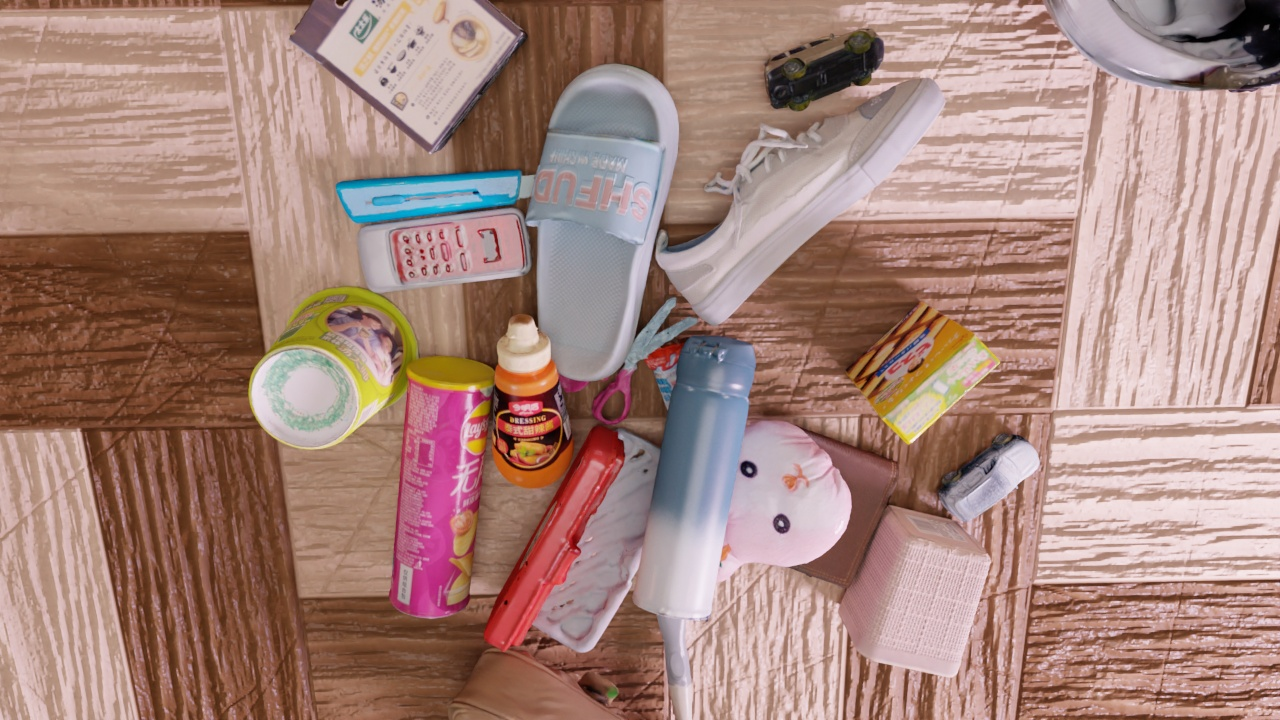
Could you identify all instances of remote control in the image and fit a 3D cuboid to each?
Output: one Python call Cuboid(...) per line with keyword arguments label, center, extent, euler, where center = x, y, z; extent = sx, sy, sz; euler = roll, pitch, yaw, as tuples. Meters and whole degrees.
Cuboid(label="remote control", center=(-0.156, -0.088, 0.733), extent=(0.136, 0.020, 0.056), euler=(-6, 107, 1))

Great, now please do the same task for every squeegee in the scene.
Cuboid(label="squeegee", center=(0.037, 0.297, 0.840), extent=(0.246, 0.039, 0.247), euler=(-6, 106, 2))

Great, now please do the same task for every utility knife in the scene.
Cuboid(label="utility knife", center=(-0.157, -0.131, 0.721), extent=(0.159, 0.018, 0.034), euler=(-6, 106, 0))

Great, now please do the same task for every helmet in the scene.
Cuboid(label="helmet", center=(0.381, -0.301, 0.613), extent=(0.259, 0.145, 0.229), euler=(-26, 104, 15))

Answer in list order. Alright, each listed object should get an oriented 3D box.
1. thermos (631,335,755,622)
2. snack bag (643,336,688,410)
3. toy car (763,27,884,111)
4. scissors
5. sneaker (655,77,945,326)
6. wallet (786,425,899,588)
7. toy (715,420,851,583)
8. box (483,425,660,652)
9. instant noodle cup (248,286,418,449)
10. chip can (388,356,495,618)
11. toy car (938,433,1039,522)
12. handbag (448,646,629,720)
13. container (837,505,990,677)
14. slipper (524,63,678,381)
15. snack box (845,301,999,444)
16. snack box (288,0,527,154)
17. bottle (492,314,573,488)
Cuboid(label="thermos", center=(0.045, 0.089, 0.723), extent=(0.070, 0.070, 0.220), euler=(11, 90, -4))
Cuboid(label="snack bag", center=(0.034, 0.029, 0.767), extent=(0.048, 0.026, 0.104), euler=(-11, 106, 16))
Cuboid(label="toy car", center=(0.137, -0.221, 0.686), extent=(0.090, 0.042, 0.035), euler=(-19, 61, 6))
Cuboid(label="scissors", center=(-0.002, 0.004, 0.749), extent=(0.138, 0.017, 0.083), euler=(-29, 100, 23))
Cuboid(label="sneaker", center=(0.111, -0.137, 0.693), extent=(0.243, 0.089, 0.091), euler=(-42, 98, 17))
Cuboid(label="wallet", center=(0.156, 0.126, 0.796), extent=(0.101, 0.032, 0.125), euler=(19, 104, -4))
Cuboid(label="toy", center=(0.094, 0.123, 0.764), extent=(0.160, 0.054, 0.121), euler=(-37, 79, 25))
Cuboid(label="box", center=(-0.041, 0.160, 0.770), extent=(0.101, 0.095, 0.202), euler=(28, 103, -6))
Cuboid(label="instant noodle cup", center=(-0.240, 0.010, 0.707), extent=(0.111, 0.123, 0.112), euler=(0, 106, -1))
Cuboid(label="chip can", center=(-0.167, 0.106, 0.765), extent=(0.071, 0.071, 0.211), euler=(8, 107, -3))
Cuboid(label="toy car", center=(0.301, 0.102, 0.789), extent=(0.091, 0.034, 0.043), euler=(-40, 100, 9))
Cuboid(label="handbag", center=(-0.067, 0.333, 0.802), extent=(0.204, 0.099, 0.148), euler=(34, 139, 2))
Cuboid(label="container", center=(0.236, 0.193, 0.788), extent=(0.090, 0.090, 0.111), euler=(14, 103, -5))
Cuboid(label="slipper", center=(-0.041, -0.097, 0.690), extent=(0.104, 0.074, 0.246), euler=(16, 111, 22))
Cuboid(label="snack box", center=(0.211, 0.005, 0.703), extent=(0.034, 0.140, 0.087), euler=(44, 101, -10))
Cuboid(label="snack box", center=(-0.167, -0.236, 0.671), extent=(0.125, 0.053, 0.113), euler=(39, 102, -11))
Cuboid(label="bottle", center=(-0.089, 0.030, 0.728), extent=(0.067, 0.066, 0.150), euler=(-1, 124, -1))
